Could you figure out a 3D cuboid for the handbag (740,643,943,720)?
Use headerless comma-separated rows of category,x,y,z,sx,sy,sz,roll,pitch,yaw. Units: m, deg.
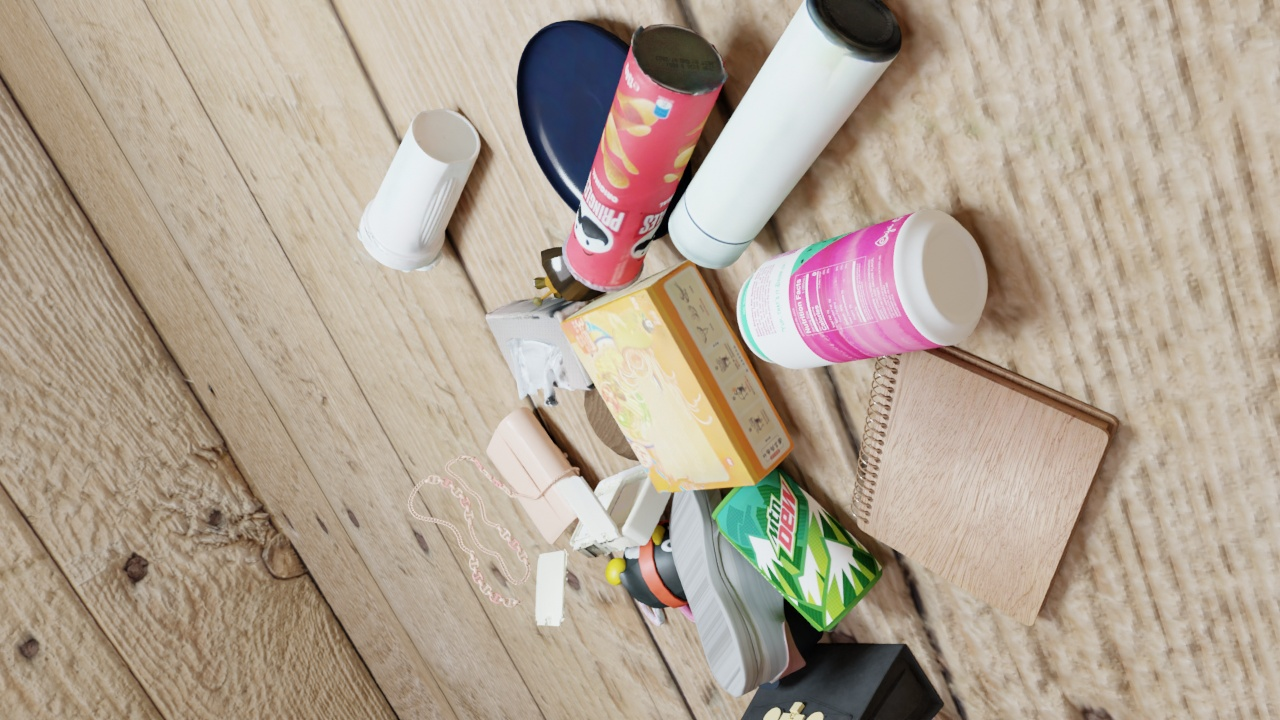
handbag,0.159,0.366,0.887,0.072,0.195,0.176,57,146,-4

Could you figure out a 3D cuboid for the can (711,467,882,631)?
can,0.142,0.168,0.838,0.144,0.082,0.083,44,145,16

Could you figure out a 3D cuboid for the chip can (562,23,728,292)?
chip can,-0.003,-0.146,0.705,0.073,0.073,0.234,47,149,12

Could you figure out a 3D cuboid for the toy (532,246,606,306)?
toy,-0.070,-0.080,0.878,0.076,0.062,0.100,25,146,-31

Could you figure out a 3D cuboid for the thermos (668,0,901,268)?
thermos,0.090,-0.152,0.640,0.068,0.067,0.231,49,146,8

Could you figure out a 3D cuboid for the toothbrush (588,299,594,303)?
toothbrush,-0.005,0.006,0.929,0.185,0.022,0.024,57,160,-4

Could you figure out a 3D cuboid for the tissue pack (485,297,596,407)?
tissue pack,-0.103,-0.010,0.984,0.182,0.071,0.104,3,119,55

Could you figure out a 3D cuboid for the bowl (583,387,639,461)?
bowl,-0.024,0.065,0.999,0.118,0.030,0.118,31,140,31

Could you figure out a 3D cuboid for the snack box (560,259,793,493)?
snack box,0.035,0.018,0.840,0.145,0.080,0.195,-17,106,54

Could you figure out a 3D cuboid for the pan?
pan,-0.046,-0.148,0.850,0.199,0.021,0.357,41,147,16

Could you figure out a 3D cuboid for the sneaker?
sneaker,0.099,0.210,0.911,0.099,0.089,0.235,115,147,-48

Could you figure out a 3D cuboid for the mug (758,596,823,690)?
mug,0.127,0.274,0.952,0.105,0.077,0.071,50,146,7

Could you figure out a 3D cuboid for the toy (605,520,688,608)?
toy,0.038,0.221,1.008,0.119,0.097,0.100,-25,115,33

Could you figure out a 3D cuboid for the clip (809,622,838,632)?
clip,0.175,0.235,0.912,0.048,0.023,0.076,1,118,52

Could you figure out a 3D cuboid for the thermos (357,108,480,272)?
thermos,-0.242,-0.177,1.005,0.099,0.099,0.221,52,143,3

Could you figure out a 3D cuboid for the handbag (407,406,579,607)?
handbag,-0.158,0.178,1.120,0.198,0.186,0.117,53,154,11

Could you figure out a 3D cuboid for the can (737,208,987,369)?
can,0.149,-0.044,0.640,0.166,0.088,0.088,-12,109,54

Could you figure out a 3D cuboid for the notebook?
notebook,0.245,0.089,0.700,0.169,0.022,0.211,28,138,32

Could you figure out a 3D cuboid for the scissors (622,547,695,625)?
scissors,0.006,0.276,1.161,0.172,0.014,0.159,42,144,18

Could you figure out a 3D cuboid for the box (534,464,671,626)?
box,-0.066,0.182,0.984,0.101,0.193,0.144,36,147,-15
